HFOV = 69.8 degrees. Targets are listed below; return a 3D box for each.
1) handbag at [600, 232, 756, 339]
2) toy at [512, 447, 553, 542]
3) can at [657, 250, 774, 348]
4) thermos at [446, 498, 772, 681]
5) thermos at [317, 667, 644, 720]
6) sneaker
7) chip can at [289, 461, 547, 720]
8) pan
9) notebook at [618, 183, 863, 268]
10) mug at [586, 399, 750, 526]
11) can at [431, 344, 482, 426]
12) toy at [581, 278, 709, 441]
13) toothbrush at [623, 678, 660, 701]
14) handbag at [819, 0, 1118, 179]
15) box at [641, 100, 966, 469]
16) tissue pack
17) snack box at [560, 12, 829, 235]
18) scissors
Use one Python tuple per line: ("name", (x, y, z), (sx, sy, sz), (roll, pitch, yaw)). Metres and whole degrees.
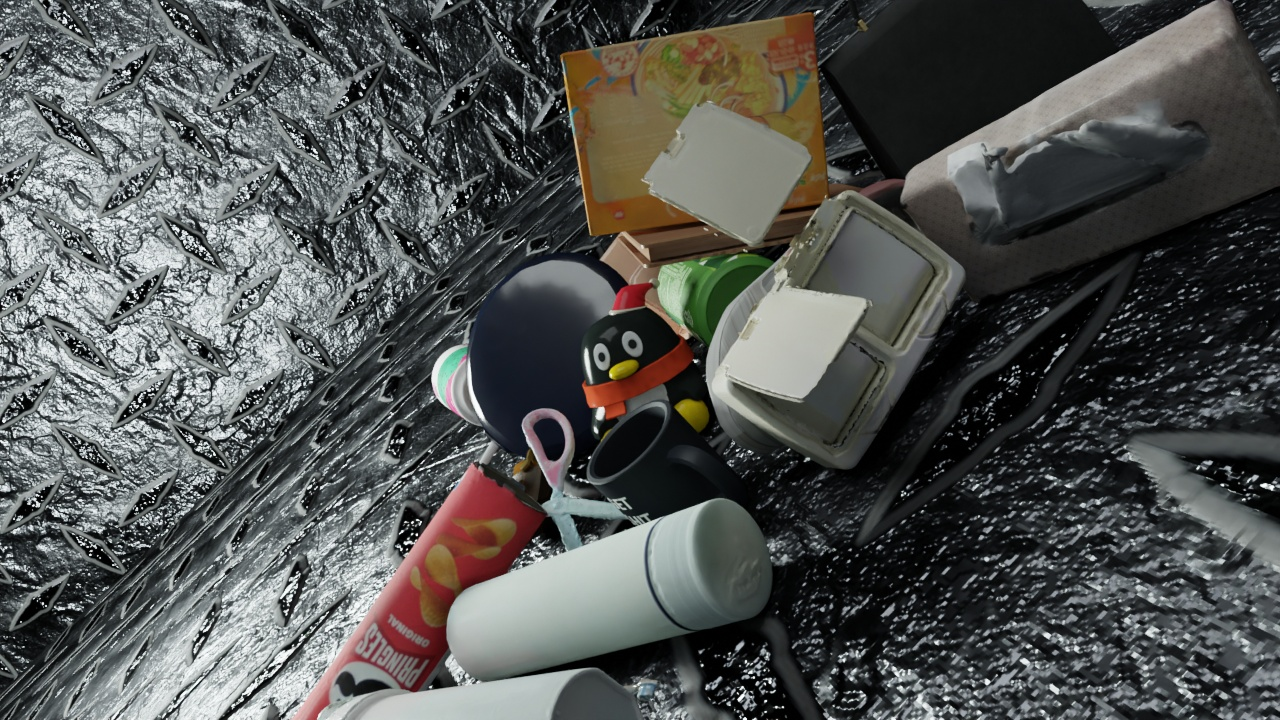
("handbag", (0.056, -0.094, 0.944), (0.198, 0.116, 0.187), (-54, -16, -16))
("toy", (-0.096, 0.107, 0.778), (0.076, 0.062, 0.100), (-54, 20, 31))
("can", (0.067, -0.055, 0.763), (0.083, 0.083, 0.144), (-43, 19, 0))
("thermos", (-0.028, 0.145, 0.557), (0.231, 0.068, 0.067), (-29, 24, 39))
("thermos", (-0.101, 0.225, 0.504), (0.221, 0.099, 0.099), (-24, 26, 36))
("sneaker", (0.131, -0.042, 0.589), (0.235, 0.099, 0.090), (-52, 6, -29))
("chip can", (-0.158, 0.185, 0.662), (0.233, 0.073, 0.073), (-55, 20, -4))
("pan", (-0.127, 0.060, 0.870), (0.199, 0.021, 0.357), (36, 99, 29))
("notebook", (0.092, -0.119, 0.777), (0.210, 0.022, 0.169), (-11, 16, -6))
("mug", (0.026, 0.075, 0.578), (0.071, 0.077, 0.105), (-52, 21, -24))
("can", (-0.201, 0.027, 1.121), (0.088, 0.088, 0.166), (-48, 19, -12))
("toy", (-0.004, 0.004, 0.728), (0.098, 0.119, 0.099), (-23, 12, 12))
("toothbrush", (-0.055, 0.208, 0.550), (0.186, 0.022, 0.024), (-27, 27, 36))
("handbag", (0.223, -0.252, 0.696), (0.176, 0.196, 0.072), (-40, 19, 9))
("box", (0.082, -0.044, 0.492), (0.143, 0.194, 0.101), (-59, 7, -7))
("tissue pack", (0.236, -0.101, 0.494), (0.182, 0.104, 0.071), (-23, 30, 44))
("snack box", (0.046, -0.191, 0.743), (0.195, 0.145, 0.080), (-7, 17, 7))
("scissors", (-0.069, 0.096, 0.718), (0.173, 0.014, 0.158), (-1, 54, 31))
